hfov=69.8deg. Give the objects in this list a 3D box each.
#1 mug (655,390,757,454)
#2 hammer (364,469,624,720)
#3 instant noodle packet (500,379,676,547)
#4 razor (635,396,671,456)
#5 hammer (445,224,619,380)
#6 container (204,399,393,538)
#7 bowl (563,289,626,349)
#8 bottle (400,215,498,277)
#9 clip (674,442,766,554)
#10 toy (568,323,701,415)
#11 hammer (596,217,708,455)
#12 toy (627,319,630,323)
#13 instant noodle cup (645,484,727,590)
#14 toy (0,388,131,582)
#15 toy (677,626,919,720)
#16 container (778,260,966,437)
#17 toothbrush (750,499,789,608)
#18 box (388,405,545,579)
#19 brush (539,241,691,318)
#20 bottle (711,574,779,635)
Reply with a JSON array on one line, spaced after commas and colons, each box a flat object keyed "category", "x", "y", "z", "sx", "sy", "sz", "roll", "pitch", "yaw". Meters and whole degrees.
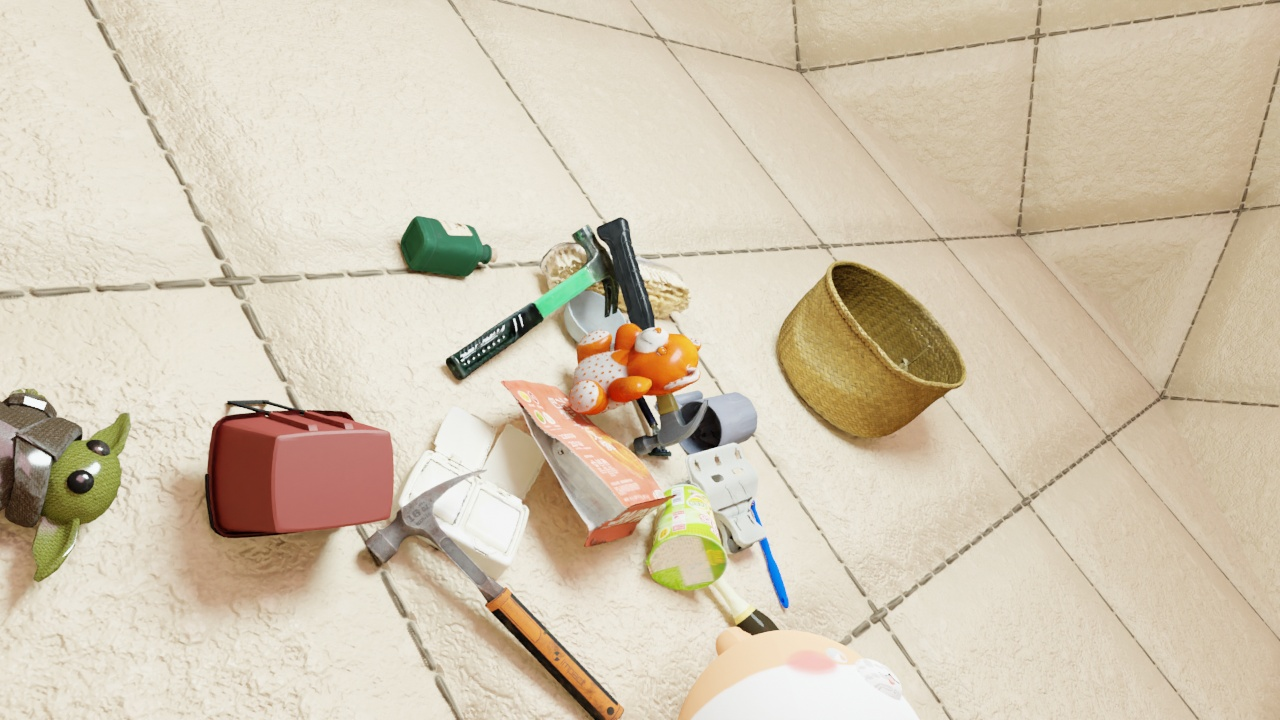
[{"category": "mug", "x": 0.099, "y": 0.084, "z": 1.369, "sx": 0.124, "sy": 0.084, "sz": 0.103, "roll": 30, "pitch": 25, "yaw": 31}, {"category": "hammer", "x": -0.125, "y": 0.253, "z": 0.955, "sx": 0.137, "sy": 0.035, "sz": 0.314, "roll": -44, "pitch": 95, "yaw": -18}, {"category": "instant noodle packet", "x": -0.071, "y": 0.108, "z": 1.119, "sx": 0.221, "sy": 0.084, "sz": 0.164, "roll": 52, "pitch": 14, "yaw": 15}, {"category": "razor", "x": 0.007, "y": 0.075, "z": 1.325, "sx": 0.042, "sy": 0.022, "sz": 0.144, "roll": 8, "pitch": 48, "yaw": -42}, {"category": "hammer", "x": -0.140, "y": -0.066, "z": 1.250, "sx": 0.317, "sy": 0.032, "sz": 0.130, "roll": -40, "pitch": 104, "yaw": -40}, {"category": "container", "x": -0.340, "y": 0.104, "z": 0.886, "sx": 0.147, "sy": 0.201, "sz": 0.127, "roll": 1, "pitch": 89, "yaw": -45}, {"category": "bowl", "x": -0.072, "y": -0.053, "z": 1.366, "sx": 0.106, "sy": 0.039, "sz": 0.106, "roll": 26, "pitch": 38, "yaw": -23}, {"category": "bottle", "x": -0.257, "y": -0.154, "z": 1.269, "sx": 0.131, "sy": 0.061, "sz": 0.061, "roll": 5, "pitch": 48, "yaw": -42}, {"category": "clip", "x": 0.111, "y": 0.198, "z": 1.281, "sx": 0.125, "sy": 0.096, "sz": 0.152, "roll": -10, "pitch": 82, "yaw": -45}, {"category": "toy", "x": -0.007, "y": 0.007, "z": 1.198, "sx": 0.163, "sy": 0.172, "sz": 0.093, "roll": -86, "pitch": 161, "yaw": -59}, {"category": "hammer", "x": 0.006, "y": -0.043, "z": 1.285, "sx": 0.025, "sy": 0.118, "sz": 0.332, "roll": 12, "pitch": 60, "yaw": -66}, {"category": "toy", "x": 0.001, "y": -0.037, "z": 1.416, "sx": 0.079, "sy": 0.038, "sz": 0.122, "roll": 36, "pitch": 41, "yaw": -50}, {"category": "instant noodle cup", "x": 0.058, "y": 0.219, "z": 1.166, "sx": 0.099, "sy": 0.099, "sz": 0.107, "roll": 30, "pitch": 29, "yaw": -18}, {"category": "toy", "x": -0.509, "y": 0.083, "z": 0.751, "sx": 0.152, "sy": 0.078, "sz": 0.179, "roll": 26, "pitch": 35, "yaw": -24}, {"category": "toy", "x": 0.160, "y": 0.399, "z": 0.926, "sx": 0.262, "sy": 0.266, "sz": 0.280, "roll": 31, "pitch": 21, "yaw": -21}, {"category": "container", "x": 0.407, "y": -0.010, "z": 1.664, "sx": 0.306, "sy": 0.197, "sz": 0.306, "roll": 25, "pitch": 39, "yaw": -22}, {"category": "toothbrush", "x": 0.175, "y": 0.265, "z": 1.296, "sx": 0.018, "sy": 0.016, "sz": 0.182, "roll": 10, "pitch": 46, "yaw": -31}, {"category": "box", "x": -0.187, "y": 0.139, "z": 1.040, "sx": 0.143, "sy": 0.050, "sz": 0.183, "roll": 32, "pitch": 37, "yaw": -15}, {"category": "brush", "x": -0.035, "y": -0.124, "z": 1.440, "sx": 0.270, "sy": 0.083, "sz": 0.056, "roll": 10, "pitch": 45, "yaw": -39}, {"category": "bottle", "x": 0.141, "y": 0.334, "z": 1.162, "sx": 0.184, "sy": 0.046, "sz": 0.045, "roll": 51, "pitch": 35, "yaw": 11}]
